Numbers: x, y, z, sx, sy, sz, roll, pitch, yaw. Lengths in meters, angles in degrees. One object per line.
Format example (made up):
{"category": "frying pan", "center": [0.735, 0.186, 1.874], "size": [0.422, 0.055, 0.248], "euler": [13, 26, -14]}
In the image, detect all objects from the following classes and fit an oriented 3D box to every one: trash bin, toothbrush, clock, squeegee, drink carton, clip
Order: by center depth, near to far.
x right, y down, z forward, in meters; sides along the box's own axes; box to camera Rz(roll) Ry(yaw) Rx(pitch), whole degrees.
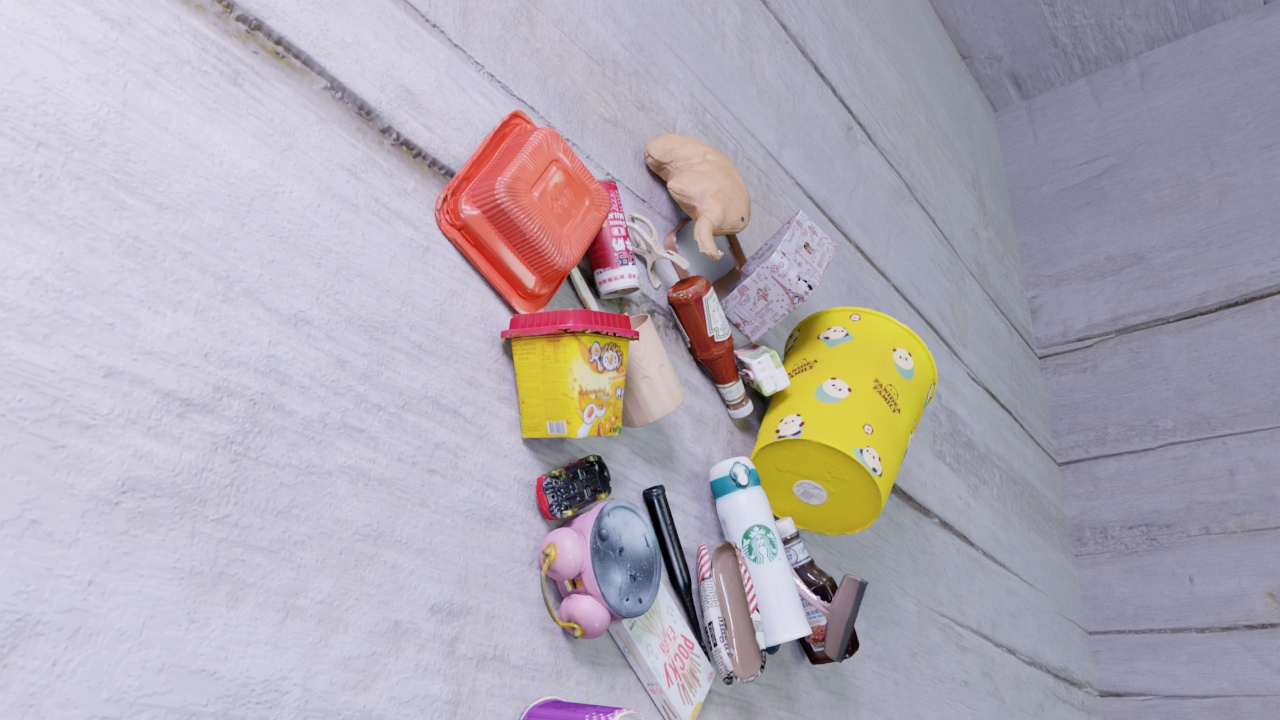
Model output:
{"category": "clock", "center": [-0.045, 0.207, 0.909], "size": [0.158, 0.060, 0.117], "euler": [-26, 98, -58]}
{"category": "toothbrush", "center": [-0.092, -0.125, 1.033], "size": [0.016, 0.018, 0.191], "euler": [-48, 117, -48]}
{"category": "toothbrush", "center": [0.044, 0.247, 1.049], "size": [0.027, 0.026, 0.212], "euler": [-17, 92, -22]}
{"category": "squeegee", "center": [0.181, 0.241, 1.160], "size": [0.249, 0.040, 0.248], "euler": [56, -17, 35]}
{"category": "clip", "center": [0.010, -0.142, 1.168], "size": [0.097, 0.062, 0.034], "euler": [50, 37, -14]}
{"category": "drink carton", "center": [0.162, 0.011, 1.255], "size": [0.122, 0.045, 0.053], "euler": [-127, -168, -80]}
{"category": "trash bin", "center": [0.277, 0.090, 1.288], "size": [0.229, 0.230, 0.254], "euler": [55, 43, -24]}

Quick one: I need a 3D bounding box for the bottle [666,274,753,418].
{"category": "bottle", "center": [0.098, -0.014, 1.215], "size": [0.206, 0.060, 0.059], "euler": [64, 34, -23]}

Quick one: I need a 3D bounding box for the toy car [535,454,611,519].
{"category": "toy car", "center": [-0.067, 0.128, 0.936], "size": [0.106, 0.031, 0.049], "euler": [-17, 90, -55]}

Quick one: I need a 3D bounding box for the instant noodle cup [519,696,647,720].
{"category": "instant noodle cup", "center": [-0.044, 0.353, 0.808], "size": [0.111, 0.099, 0.111], "euler": [28, 54, -48]}

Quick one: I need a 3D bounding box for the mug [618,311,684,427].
{"category": "mug", "center": [-0.006, 0.006, 1.049], "size": [0.124, 0.084, 0.103], "euler": [-87, 152, -73]}

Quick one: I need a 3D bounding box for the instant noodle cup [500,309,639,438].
{"category": "instant noodle cup", "center": [-0.069, 0.016, 0.923], "size": [0.116, 0.116, 0.123], "euler": [4, 83, -55]}

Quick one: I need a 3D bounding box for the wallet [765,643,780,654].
{"category": "wallet", "center": [0.140, 0.303, 1.155], "size": [0.115, 0.033, 0.090], "euler": [49, 38, -30]}

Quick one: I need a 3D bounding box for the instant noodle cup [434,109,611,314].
{"category": "instant noodle cup", "center": [-0.108, -0.158, 0.952], "size": [0.164, 0.079, 0.188], "euler": [47, 53, -27]}

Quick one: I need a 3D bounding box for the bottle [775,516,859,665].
{"category": "bottle", "center": [0.224, 0.306, 1.230], "size": [0.043, 0.080, 0.195], "euler": [-15, 81, -53]}

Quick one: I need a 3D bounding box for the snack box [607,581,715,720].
{"category": "snack box", "center": [0.024, 0.312, 0.989], "size": [0.157, 0.027, 0.084], "euler": [60, 35, -16]}

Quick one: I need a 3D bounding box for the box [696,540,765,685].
{"category": "box", "center": [0.087, 0.289, 1.056], "size": [0.080, 0.075, 0.163], "euler": [4, 58, -27]}

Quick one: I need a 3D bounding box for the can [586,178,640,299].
{"category": "can", "center": [-0.039, -0.142, 1.078], "size": [0.053, 0.053, 0.132], "euler": [-5, 79, -56]}

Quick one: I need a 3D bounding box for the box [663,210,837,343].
{"category": "box", "center": [0.144, -0.153, 1.285], "size": [0.192, 0.157, 0.182], "euler": [45, 36, -6]}

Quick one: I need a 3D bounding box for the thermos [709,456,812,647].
{"category": "thermos", "center": [0.141, 0.228, 1.112], "size": [0.073, 0.073, 0.224], "euler": [6, 62, -54]}

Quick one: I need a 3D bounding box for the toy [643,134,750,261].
{"category": "toy", "center": [0.088, -0.215, 1.211], "size": [0.143, 0.083, 0.225], "euler": [3, 44, -29]}
